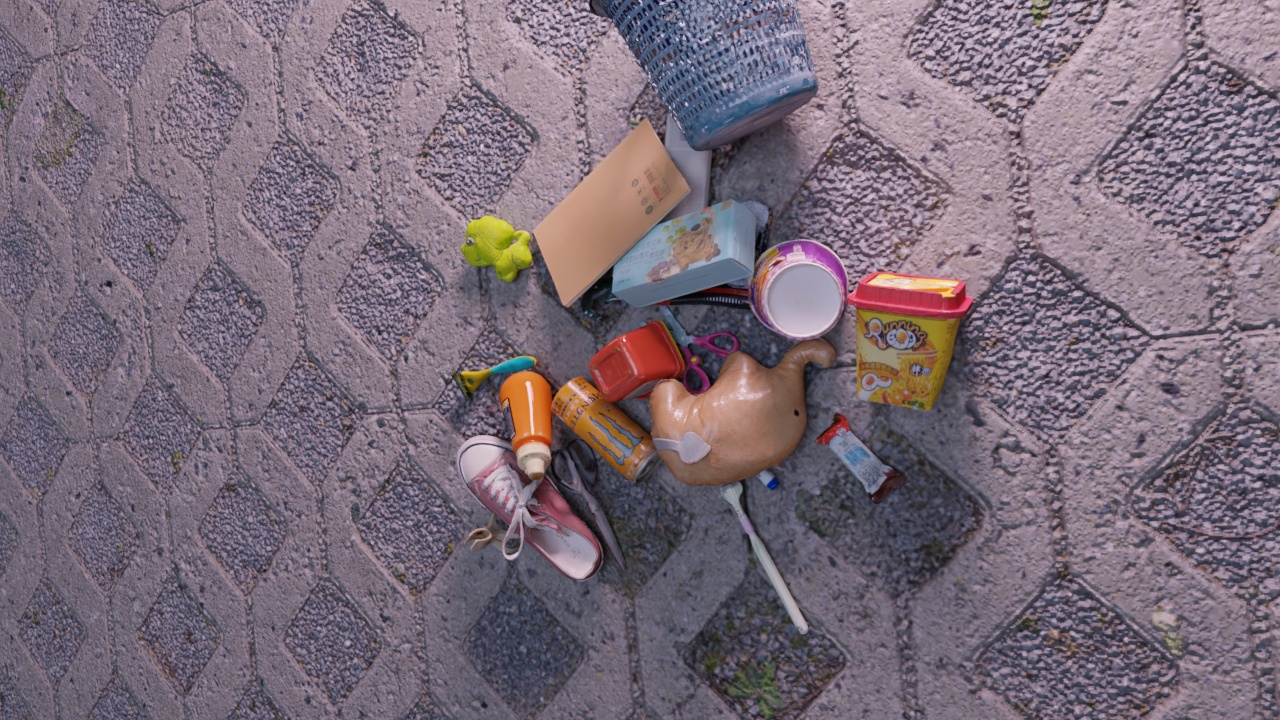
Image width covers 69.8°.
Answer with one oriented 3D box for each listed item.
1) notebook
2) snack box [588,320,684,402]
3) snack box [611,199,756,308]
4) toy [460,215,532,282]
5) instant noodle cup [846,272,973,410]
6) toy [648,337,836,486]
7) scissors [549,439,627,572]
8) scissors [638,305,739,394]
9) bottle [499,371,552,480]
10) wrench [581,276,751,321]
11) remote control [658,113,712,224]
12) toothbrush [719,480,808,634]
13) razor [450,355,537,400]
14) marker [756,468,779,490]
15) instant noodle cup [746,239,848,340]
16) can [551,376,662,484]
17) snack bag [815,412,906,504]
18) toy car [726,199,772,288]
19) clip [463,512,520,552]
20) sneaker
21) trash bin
[{"bbox_3d":[-0.041,-0.179,1.109,0.208,0.008,0.147,-42,49,20],"label":"notebook"},{"bbox_3d":[-0.006,0.006,1.080,0.091,0.080,0.082,-38,75,44],"label":"snack box"},{"bbox_3d":[0.047,-0.119,1.045,0.175,0.051,0.074,-13,63,38],"label":"snack box"},{"bbox_3d":[-0.187,-0.149,1.198,0.097,0.031,0.100,-36,81,22],"label":"toy"},{"bbox_3d":[0.274,-0.021,0.950,0.116,0.115,0.124,9,107,24],"label":"instant noodle cup"},{"bbox_3d":[0.122,0.058,1.031,0.226,0.082,0.143,-23,88,1],"label":"toy"},{"bbox_3d":[-0.051,0.178,1.148,0.175,0.132,0.014,38,142,-23],"label":"scissors"},{"bbox_3d":[0.060,-0.028,1.095,0.108,0.017,0.135,-34,71,14],"label":"scissors"},{"bbox_3d":[-0.136,0.084,1.132,0.067,0.066,0.149,-34,45,22],"label":"bottle"},{"bbox_3d":[0.054,-0.076,1.092,0.274,0.016,0.056,0,78,24],"label":"wrench"},{"bbox_3d":[0.055,-0.220,1.088,0.058,0.021,0.150,7,95,24],"label":"remote control"},{"bbox_3d":[0.146,0.229,1.063,0.029,0.020,0.189,-33,79,29],"label":"toothbrush"},{"bbox_3d":[-0.188,0.016,1.205,0.133,0.028,0.043,-18,107,28],"label":"razor"},{"bbox_3d":[0.108,0.094,1.076,0.146,0.016,0.017,47,109,16],"label":"marker"},{"bbox_3d":[0.171,-0.070,0.980,0.111,0.099,0.111,2,104,6],"label":"instant noodle cup"},{"bbox_3d":[-0.041,0.084,1.122,0.146,0.058,0.058,39,107,19],"label":"can"},{"bbox_3d":[0.240,0.107,1.010,0.045,0.026,0.105,-45,75,10],"label":"snack bag"},{"bbox_3d":[0.121,-0.135,1.050,0.049,0.031,0.105,6,84,23],"label":"toy car"},{"bbox_3d":[-0.178,0.228,1.179,0.095,0.102,0.035,34,105,-6],"label":"clip"},{"bbox_3d":[-0.142,0.180,1.143,0.241,0.088,0.118,43,84,13],"label":"sneaker"},{"bbox_3d":[0.085,-0.341,0.981,0.227,0.226,0.195,-22,95,24],"label":"trash bin"}]
